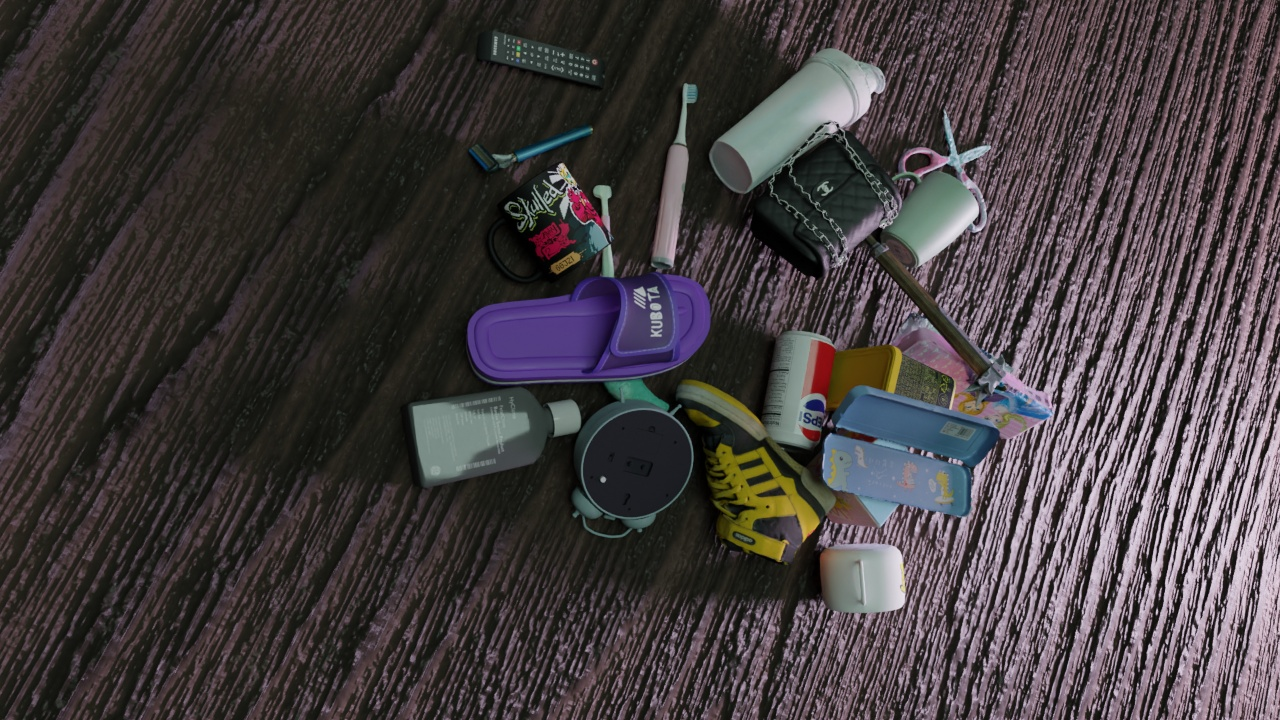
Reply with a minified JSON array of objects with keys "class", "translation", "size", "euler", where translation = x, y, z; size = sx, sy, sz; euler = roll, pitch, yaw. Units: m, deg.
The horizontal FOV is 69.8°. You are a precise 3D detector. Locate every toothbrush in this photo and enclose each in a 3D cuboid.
[{"class":"toothbrush","translation":[-0.038,-0.116,1.014],"size":[0.022,0.015,0.154],"euler":[-2,86,-23]},{"class":"toothbrush","translation":[0.040,-0.214,1.051],"size":[0.026,0.027,0.222],"euler":[8,81,6]}]

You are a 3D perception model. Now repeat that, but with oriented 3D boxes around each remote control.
[{"class":"remote control","translation":[-0.105,-0.328,1.003],"size":[0.146,0.015,0.033],"euler":[6,82,-23]}]

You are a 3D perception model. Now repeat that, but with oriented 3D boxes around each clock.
[{"class":"clock","translation":[-0.013,0.114,0.970],"size":[0.122,0.045,0.159],"euler":[17,100,-22]}]

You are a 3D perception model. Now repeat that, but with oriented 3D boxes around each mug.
[{"class":"mug","translation":[0.255,0.250,1.055],"size":[0.094,0.115,0.068],"euler":[-5,84,13]},{"class":"mug","translation":[0.349,-0.184,1.160],"size":[0.104,0.084,0.111],"euler":[-44,86,-8]},{"class":"mug","translation":[-0.103,-0.134,0.958],"size":[0.118,0.081,0.098],"euler":[-34,100,5]}]

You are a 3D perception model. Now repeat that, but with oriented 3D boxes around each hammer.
[{"class":"hammer","translation":[0.327,-0.093,1.115],"size":[0.317,0.028,0.146],"euler":[51,35,9]}]

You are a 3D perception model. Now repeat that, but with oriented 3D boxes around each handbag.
[{"class":"handbag","translation":[0.219,-0.183,1.053],"size":[0.153,0.115,0.125],"euler":[-39,75,-13]}]

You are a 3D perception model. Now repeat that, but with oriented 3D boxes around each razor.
[{"class":"razor","translation":[-0.112,-0.230,0.990],"size":[0.143,0.022,0.042],"euler":[-25,59,-28]}]

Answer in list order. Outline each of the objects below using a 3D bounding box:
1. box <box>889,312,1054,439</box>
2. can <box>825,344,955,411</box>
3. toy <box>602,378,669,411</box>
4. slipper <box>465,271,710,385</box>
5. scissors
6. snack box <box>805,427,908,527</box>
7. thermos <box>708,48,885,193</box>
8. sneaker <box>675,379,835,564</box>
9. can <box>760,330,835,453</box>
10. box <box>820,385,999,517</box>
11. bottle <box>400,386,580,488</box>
[{"class":"box","translation":[0.414,0.019,1.173],"size":[0.230,0.085,0.070],"euler":[26,47,-20]},{"class":"can","translation":[0.287,0.037,1.082],"size":[0.101,0.131,0.072],"euler":[22,76,-23]},{"class":"toy","translation":[-0.006,0.006,1.005],"size":[0.085,0.033,0.105],"euler":[8,78,-19]},{"class":"slipper","translation":[-0.042,-0.038,0.940],"size":[0.266,0.084,0.107],"euler":[-8,74,-17]},{"class":"scissors","translation":[0.419,-0.250,1.233],"size":[0.170,0.013,0.177],"euler":[-24,93,-27]},{"class":"snack box","translation":[0.257,0.134,1.077],"size":[0.092,0.095,0.079],"euler":[-43,102,-21]},{"class":"thermos","translation":[0.181,-0.289,1.090],"size":[0.220,0.099,0.099],"euler":[-39,101,-18]},{"class":"sneaker","translation":[0.104,0.133,1.012],"size":[0.238,0.086,0.122],"euler":[41,69,-17]},{"class":"can","translation":[0.182,0.037,1.066],"size":[0.070,0.070,0.132],"euler":[16,78,-22]},{"class":"box","translation":[0.298,0.102,1.025],"size":[0.209,0.043,0.125],"euler":[15,99,-21]},{"class":"bottle","translation":[-0.146,0.071,0.929],"size":[0.173,0.046,0.083],"euler":[-9,89,-25]}]
